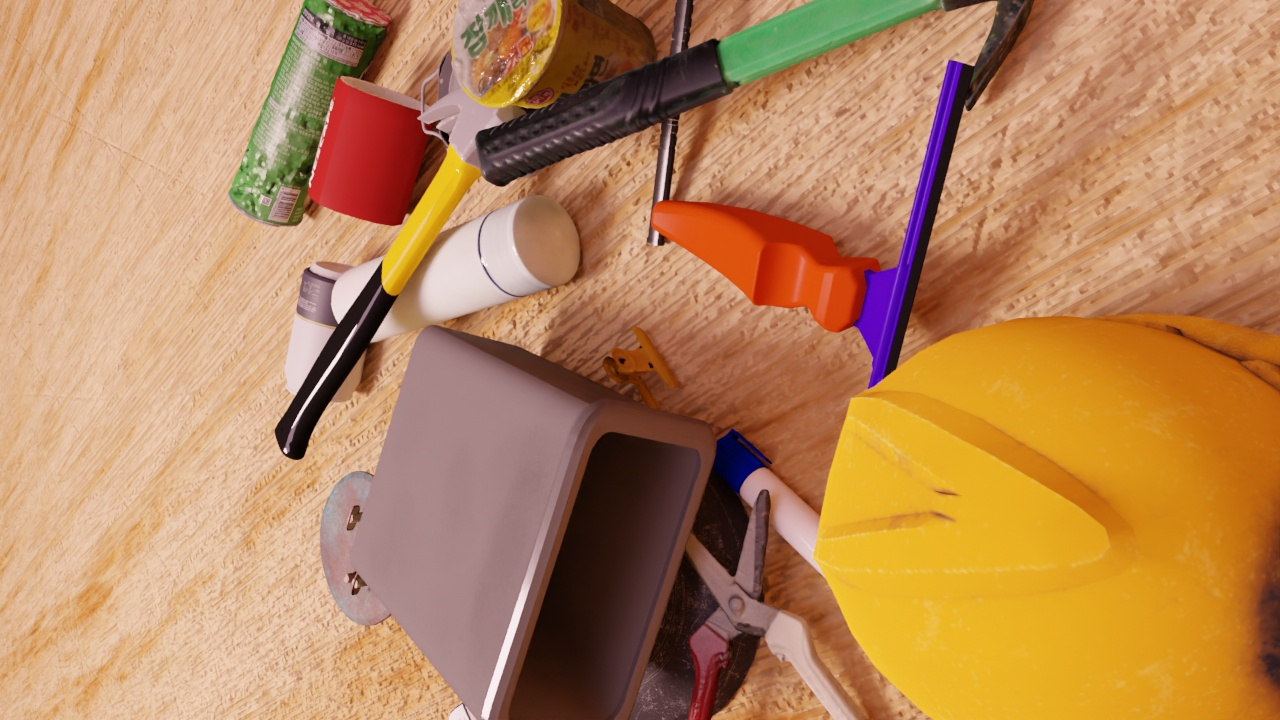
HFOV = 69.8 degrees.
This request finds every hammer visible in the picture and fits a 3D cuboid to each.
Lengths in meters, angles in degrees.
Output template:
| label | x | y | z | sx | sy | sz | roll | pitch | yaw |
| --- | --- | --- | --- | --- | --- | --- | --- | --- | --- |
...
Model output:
| label | x | y | z | sx | sy | sz | roll | pitch | yaw |
| --- | --- | --- | --- | --- | --- | --- | --- | --- | --- |
| hammer | 0.048 | -0.162 | 0.502 | 0.319 | 0.032 | 0.130 | -15 | 82 | 22 |
| hammer | 0.023 | -0.228 | 0.543 | 0.095 | 0.015 | 0.325 | 28 | 121 | 40 |
| hammer | -0.183 | -0.057 | 0.666 | 0.324 | 0.029 | 0.127 | -52 | 49 | 19 |

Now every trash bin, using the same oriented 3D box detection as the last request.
| label | x | y | z | sx | sy | sz | roll | pitch | yaw |
| --- | --- | --- | --- | --- | --- | --- | --- | --- | --- |
| trash bin | -0.080 | 0.093 | 0.568 | 0.220 | 0.097 | 0.192 | 22 | 95 | 52 |

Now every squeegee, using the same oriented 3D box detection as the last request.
| label | x | y | z | sx | sy | sz | roll | pitch | yaw |
| --- | --- | --- | --- | --- | --- | --- | --- | --- | --- |
| squeegee | 0.077 | -0.055 | 0.515 | 0.185 | 0.055 | 0.250 | 29 | 125 | 37 |

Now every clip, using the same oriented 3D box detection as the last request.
| label | x | y | z | sx | sy | sz | roll | pitch | yaw |
| --- | --- | --- | --- | --- | --- | --- | --- | --- | --- |
| clip | -0.002 | 0.003 | 0.592 | 0.046 | 0.048 | 0.054 | -27 | 64 | -6 |

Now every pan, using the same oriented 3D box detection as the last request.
| label | x | y | z | sx | sy | sz | roll | pitch | yaw |
| --- | --- | --- | --- | --- | --- | --- | --- | --- | --- |
| pan | -0.024 | 0.219 | 0.610 | 0.208 | 0.040 | 0.357 | 12 | 96 | 40 |

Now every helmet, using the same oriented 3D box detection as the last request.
| label | x | y | z | sx | sy | sz | roll | pitch | yaw |
| --- | --- | --- | --- | --- | --- | --- | --- | --- | --- |
| helmet | 0.157 | 0.067 | 0.353 | 0.256 | 0.131 | 0.205 | 8 | 83 | 54 |

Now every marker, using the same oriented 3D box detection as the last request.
| label | x | y | z | sx | sy | sz | roll | pitch | yaw |
| --- | --- | --- | --- | --- | --- | --- | --- | --- | --- |
| marker | 0.090 | 0.091 | 0.521 | 0.027 | 0.023 | 0.133 | -50 | 57 | 4 |

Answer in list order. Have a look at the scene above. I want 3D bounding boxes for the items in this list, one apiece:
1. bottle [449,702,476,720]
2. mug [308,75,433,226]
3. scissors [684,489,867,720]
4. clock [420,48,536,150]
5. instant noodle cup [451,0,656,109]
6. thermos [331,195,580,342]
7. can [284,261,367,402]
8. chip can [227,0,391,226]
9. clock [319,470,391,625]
| label | x | y | z | sx | sy | sz | roll | pitch | yaw |
| --- | --- | --- | --- | --- | --- | --- | --- | --- | --- |
| bottle | -0.099 | 0.302 | 0.667 | 0.041 | 0.041 | 0.116 | -49 | 60 | 29 |
| mug | -0.225 | -0.177 | 0.766 | 0.097 | 0.080 | 0.116 | -68 | 23 | 16 |
| scissors | 0.074 | 0.176 | 0.514 | 0.179 | 0.015 | 0.199 | 20 | 101 | 24 |
| clock | -0.113 | -0.200 | 0.687 | 0.123 | 0.043 | 0.091 | -4 | 86 | 41 |
| instant noodle cup | -0.050 | -0.201 | 0.591 | 0.102 | 0.108 | 0.102 | -1 | 89 | 40 |
| thermos | -0.147 | -0.065 | 0.700 | 0.231 | 0.067 | 0.068 | -13 | 81 | 40 |
| can | -0.273 | -0.019 | 0.809 | 0.064 | 0.064 | 0.127 | 25 | 105 | 38 |
| chip can | -0.304 | -0.226 | 0.834 | 0.075 | 0.075 | 0.224 | 50 | 119 | 29 |
| clock | -0.195 | 0.149 | 0.733 | 0.158 | 0.073 | 0.121 | 0 | 89 | 40 |
